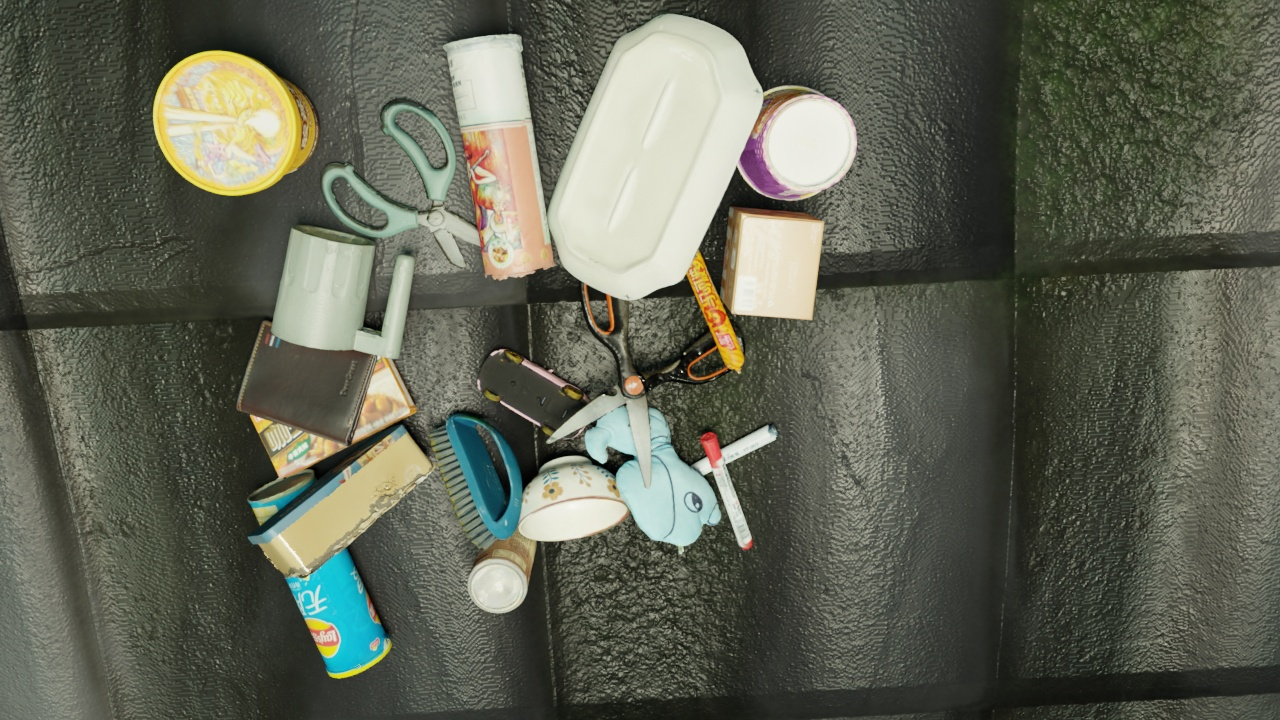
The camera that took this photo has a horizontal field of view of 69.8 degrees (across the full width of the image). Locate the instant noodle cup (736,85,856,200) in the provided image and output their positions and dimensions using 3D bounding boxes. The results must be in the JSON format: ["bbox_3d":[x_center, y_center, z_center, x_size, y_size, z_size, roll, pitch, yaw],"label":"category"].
[{"bbox_3d":[0.147,-0.201,0.848,0.111,0.099,0.111,0,102,-1],"label":"instant noodle cup"}]

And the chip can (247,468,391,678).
[{"bbox_3d":[-0.332,0.222,0.957,0.071,0.071,0.210,-18,104,3],"label":"chip can"}]

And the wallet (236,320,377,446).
[{"bbox_3d":[-0.330,0.022,0.909,0.122,0.020,0.096,16,89,6],"label":"wallet"}]

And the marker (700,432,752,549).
[{"bbox_3d":[0.092,0.139,0.962,0.017,0.017,0.145,-19,115,3],"label":"marker"}]

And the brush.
[{"bbox_3d":[-0.157,0.112,0.914,0.073,0.055,0.143,-34,63,11],"label":"brush"}]

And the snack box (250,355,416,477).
[{"bbox_3d":[-0.311,0.052,0.930,0.154,0.026,0.075,-27,89,5],"label":"snack box"}]

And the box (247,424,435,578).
[{"bbox_3d":[-0.291,0.140,0.888,0.183,0.090,0.062,-40,102,-35],"label":"box"}]

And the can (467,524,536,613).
[{"bbox_3d":[-0.139,0.205,0.934,0.058,0.116,0.058,0,104,-1],"label":"can"}]

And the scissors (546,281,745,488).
[{"bbox_3d":[-0.001,0.006,0.898,0.233,0.022,0.221,-25,86,-17],"label":"scissors"}]

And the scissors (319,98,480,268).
[{"bbox_3d":[-0.213,-0.174,0.887,0.176,0.019,0.172,25,102,-6],"label":"scissors"}]

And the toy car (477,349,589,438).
[{"bbox_3d":[-0.107,0.033,0.934,0.122,0.037,0.056,31,99,4],"label":"toy car"}]

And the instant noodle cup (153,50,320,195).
[{"bbox_3d":[-0.351,-0.211,0.825,0.118,0.114,0.118,0,103,-1],"label":"instant noodle cup"}]

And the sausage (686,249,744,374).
[{"bbox_3d":[0.066,-0.063,0.904,0.021,0.021,0.165,-24,90,4],"label":"sausage"}]

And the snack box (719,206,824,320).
[{"bbox_3d":[0.123,-0.095,0.876,0.077,0.094,0.093,4,104,-3],"label":"snack box"}]

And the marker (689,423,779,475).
[{"bbox_3d":[0.086,0.104,0.965,0.131,0.018,0.022,-27,112,6],"label":"marker"}]

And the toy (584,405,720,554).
[{"bbox_3d":[0.015,0.117,0.919,0.161,0.156,0.050,16,147,-30],"label":"toy"}]

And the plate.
[{"bbox_3d":[0.003,-0.187,0.848,0.162,0.034,0.266,29,103,16],"label":"plate"}]

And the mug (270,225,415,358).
[{"bbox_3d":[-0.283,-0.065,0.880,0.124,0.083,0.103,13,101,-2],"label":"mug"}]

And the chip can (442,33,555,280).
[{"bbox_3d":[-0.129,-0.188,0.859,0.071,0.071,0.215,-8,105,0],"label":"chip can"}]

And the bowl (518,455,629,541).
[{"bbox_3d":[-0.072,0.137,0.937,0.113,0.113,0.062,-15,60,2],"label":"bowl"}]
